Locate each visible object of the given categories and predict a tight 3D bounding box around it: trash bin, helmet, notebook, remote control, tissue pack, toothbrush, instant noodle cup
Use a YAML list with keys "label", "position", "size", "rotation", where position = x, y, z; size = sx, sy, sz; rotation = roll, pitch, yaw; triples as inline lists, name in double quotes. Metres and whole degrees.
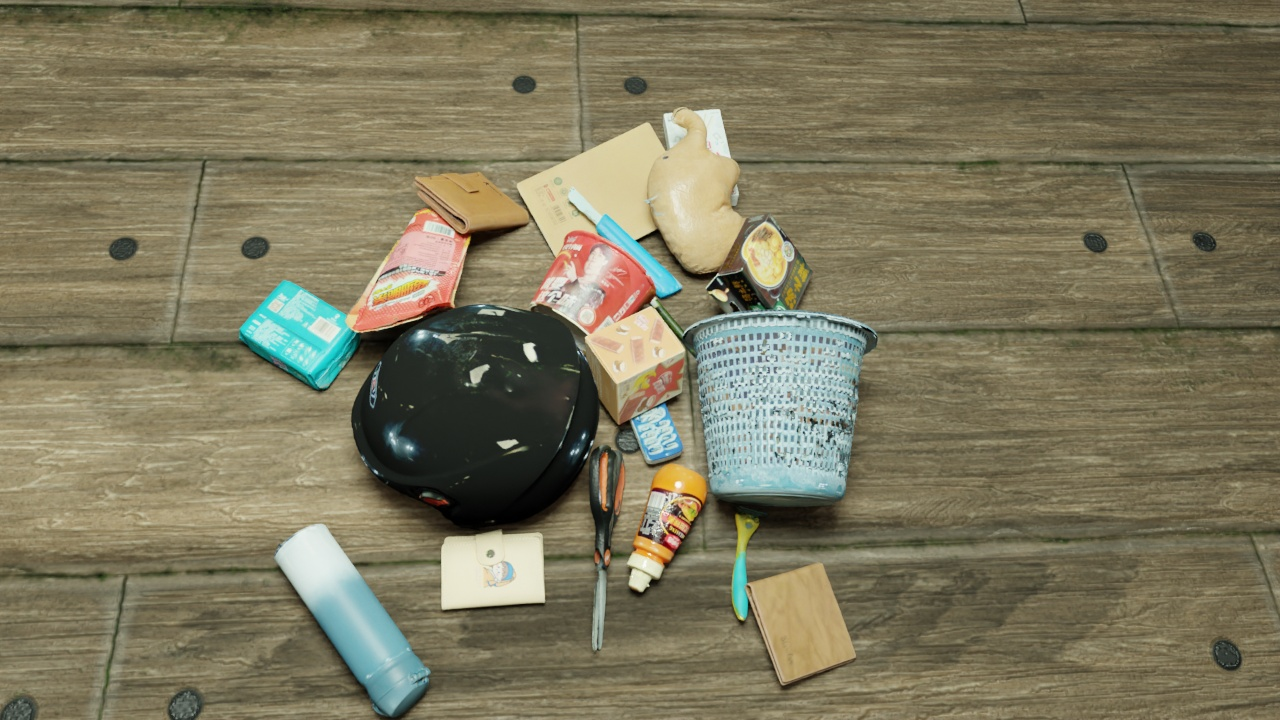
- label: "trash bin"
  position: [0.157, 0.065, 1.059]
  size: [0.226, 0.227, 0.195]
  rotation: [4, 76, -3]
- label: "helmet"
  position: [-0.177, 0.049, 1.013]
  size: [0.274, 0.231, 0.233]
  rotation: [7, 61, -14]
- label: "notebook"
  position: [-0.045, -0.224, 1.255]
  size: [0.207, 0.008, 0.147]
  rotation: [-28, 79, -9]
- label: "remote control"
  position: [0.010, 0.069, 1.134]
  size: [0.049, 0.024, 0.124]
  rotation: [-16, 62, -12]
- label: "tissue pack"
  position: [-0.420, -0.033, 1.134]
  size: [0.133, 0.050, 0.093]
  rotation: [30, 67, 10]
- label: "toothbrush"
  position: [0.018, -0.072, 1.210]
  size: [0.017, 0.012, 0.186]
  rotation: [-35, 72, -13]
- label: "instant noodle cup"
  position: [-0.066, -0.079, 1.144]
  size: [0.138, 0.138, 0.108]
  rotation: [31, 72, 10]

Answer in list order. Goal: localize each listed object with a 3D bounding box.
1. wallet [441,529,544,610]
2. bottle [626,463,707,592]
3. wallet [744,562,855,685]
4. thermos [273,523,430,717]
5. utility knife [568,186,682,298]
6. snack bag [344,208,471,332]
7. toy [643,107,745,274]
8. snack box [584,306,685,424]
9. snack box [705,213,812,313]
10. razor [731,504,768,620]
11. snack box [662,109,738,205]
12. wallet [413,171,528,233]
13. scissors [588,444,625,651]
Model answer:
- label: "wallet"
  position: [-0.167, 0.235, 1.040]
  size: [0.115, 0.024, 0.087]
  rotation: [-3, 63, -5]
- label: "bottle"
  position: [0.024, 0.195, 1.056]
  size: [0.067, 0.067, 0.149]
  rotation: [23, 71, 7]
- label: "wallet"
  position: [0.181, 0.294, 1.030]
  size: [0.101, 0.020, 0.115]
  rotation: [-11, 68, -24]
- label: "thermos"
  position: [-0.309, 0.279, 0.984]
  size: [0.070, 0.070, 0.220]
  rotation: [-35, 72, -19]
- label: "utility knife"
  position: [-0.025, -0.159, 1.227]
  size: [0.034, 0.018, 0.203]
  rotation: [-43, 85, -17]
- label: "snack bag"
  position: [-0.272, -0.107, 1.120]
  size: [0.129, 0.073, 0.207]
  rotation: [-8, 36, 8]
- label: "toy"
  position: [0.071, -0.226, 1.215]
  size: [0.143, 0.083, 0.226]
  rotation: [-21, 94, -27]
- label: "snack box"
  position: [-0.007, 0.006, 1.101]
  size: [0.094, 0.093, 0.077]
  rotation: [-26, 59, -17]
- label: "snack box"
  position: [0.157, -0.105, 1.185]
  size: [0.113, 0.053, 0.125]
  rotation: [46, 56, -30]
- label: "razor"
  position: [0.120, 0.234, 1.060]
  size: [0.043, 0.028, 0.132]
  rotation: [18, 62, -21]
- label: "snack box"
  position: [0.085, -0.289, 1.313]
  size: [0.084, 0.027, 0.156]
  rotation: [-6, 64, -6]
- label: "wallet"
  position: [-0.222, -0.209, 1.210]
  size: [0.108, 0.031, 0.131]
  rotation: [41, 28, 16]
- label: "scissors"
  position: [-0.035, 0.210, 1.050]
  size: [0.022, 0.160, 0.234]
  rotation: [-1, 99, 16]
